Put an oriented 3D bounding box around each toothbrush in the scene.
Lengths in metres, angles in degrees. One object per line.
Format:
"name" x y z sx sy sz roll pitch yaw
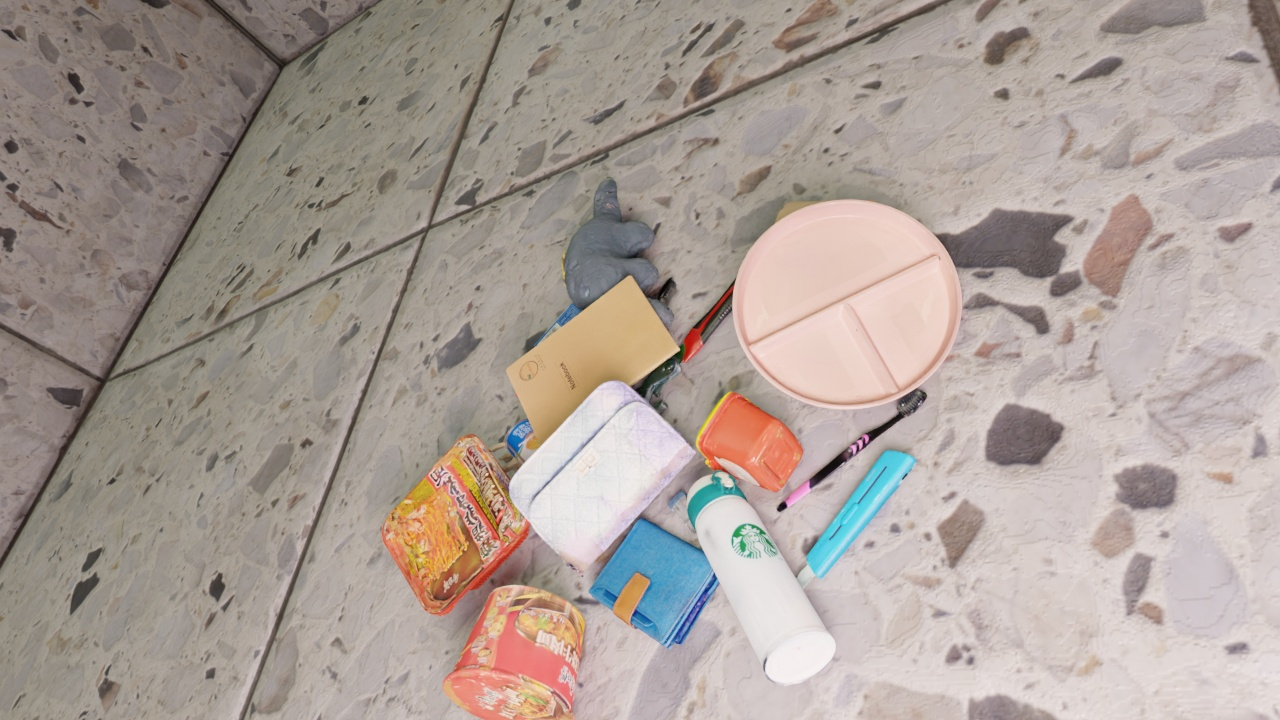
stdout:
"toothbrush" 0.208 0.091 0.916 0.189 0.017 0.014 -41 45 11
"toothbrush" 0.004 -0.028 1.214 0.014 0.016 0.188 4 63 58

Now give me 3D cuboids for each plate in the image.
"plate" 0.211 -0.058 0.950 0.230 0.028 0.229 -3 73 11

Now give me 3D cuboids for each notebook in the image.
"notebook" -0.065 0.000 1.145 0.208 0.008 0.147 -37 50 7

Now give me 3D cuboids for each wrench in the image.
"wrench" 0.084 -0.040 1.143 0.273 0.016 0.056 -51 38 -4

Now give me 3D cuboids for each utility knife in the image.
"utility knife" 0.190 0.165 0.871 0.199 0.018 0.034 -52 39 -2

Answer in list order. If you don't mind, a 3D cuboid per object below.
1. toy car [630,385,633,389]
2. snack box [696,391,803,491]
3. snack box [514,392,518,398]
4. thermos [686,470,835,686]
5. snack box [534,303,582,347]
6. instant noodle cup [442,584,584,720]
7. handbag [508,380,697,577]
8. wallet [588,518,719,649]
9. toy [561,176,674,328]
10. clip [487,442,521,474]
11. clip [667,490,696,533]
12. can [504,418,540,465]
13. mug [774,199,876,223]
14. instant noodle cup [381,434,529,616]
"toy car" -0.007 0.007 1.163 0.090 0.035 0.042 -43 13 2
"snack box" 0.115 0.089 0.950 0.080 0.091 0.082 25 76 43
"snack box" -0.088 0.075 1.176 0.058 0.057 0.207 -51 39 -1
"thermos" 0.104 0.194 0.870 0.073 0.073 0.224 -41 36 9
"snack box" -0.083 -0.015 1.269 0.084 0.026 0.157 -49 39 -1
"instant noodle cup" -0.125 0.309 0.959 0.138 0.138 0.108 -17 40 33
"handbag" -0.048 0.127 1.031 0.134 0.075 0.194 42 90 20
"wallet" 0.015 0.231 0.964 0.133 0.040 0.106 19 68 50
"toy" -0.043 -0.135 1.282 0.138 0.091 0.355 -32 41 16
"clip" -0.164 0.123 1.223 0.103 0.035 0.092 -37 41 6
"clip" 0.049 0.165 1.001 0.025 0.031 0.057 -43 34 3
"can" -0.111 0.128 1.135 0.053 0.053 0.134 -49 51 -2
"mug" 0.215 -0.122 1.050 0.104 0.084 0.124 6 87 44
"instant noodle cup" -0.220 0.208 1.145 0.189 0.079 0.164 -46 56 5
